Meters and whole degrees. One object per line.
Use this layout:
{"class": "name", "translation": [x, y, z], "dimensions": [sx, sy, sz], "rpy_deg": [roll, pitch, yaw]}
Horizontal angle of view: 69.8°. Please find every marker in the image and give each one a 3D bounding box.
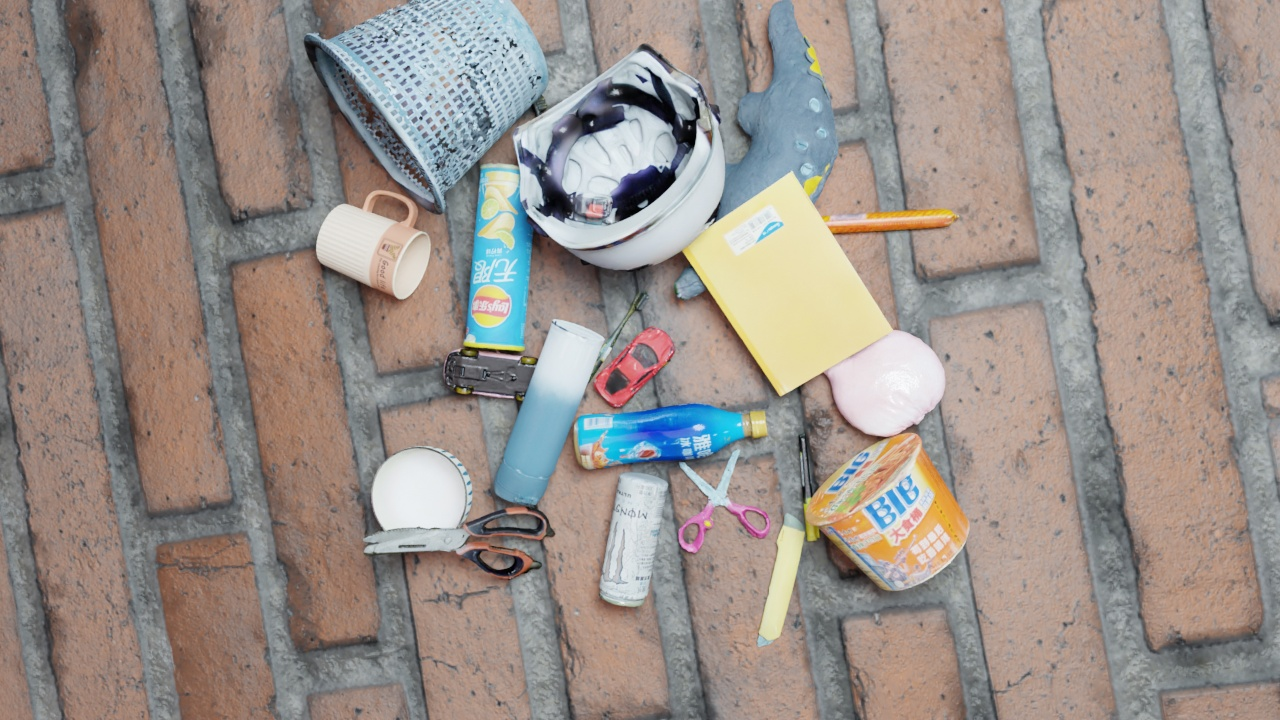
{"class": "marker", "translation": [0.193, 0.146, 1.057], "dimensions": [0.015, 0.018, 0.124], "rpy_deg": [-6, 89, 5]}

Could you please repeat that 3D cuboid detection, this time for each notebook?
{"class": "notebook", "translation": [0.159, -0.079, 0.998], "dimensions": [0.146, 0.010, 0.206], "rpy_deg": [-33, 101, 16]}

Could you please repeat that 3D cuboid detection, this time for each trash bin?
{"class": "trash bin", "translation": [-0.218, -0.308, 1.010], "dimensions": [0.195, 0.227, 0.226], "rpy_deg": [-40, 86, -13]}

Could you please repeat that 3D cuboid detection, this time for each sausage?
{"class": "sausage", "translation": [0.276, -0.158, 1.039], "dimensions": [0.165, 0.021, 0.021], "rpy_deg": [-2, 91, 8]}

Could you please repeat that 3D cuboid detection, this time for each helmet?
{"class": "helmet", "translation": [-0.006, -0.193, 0.994], "dimensions": [0.229, 0.146, 0.258], "rpy_deg": [-35, 54, 7]}

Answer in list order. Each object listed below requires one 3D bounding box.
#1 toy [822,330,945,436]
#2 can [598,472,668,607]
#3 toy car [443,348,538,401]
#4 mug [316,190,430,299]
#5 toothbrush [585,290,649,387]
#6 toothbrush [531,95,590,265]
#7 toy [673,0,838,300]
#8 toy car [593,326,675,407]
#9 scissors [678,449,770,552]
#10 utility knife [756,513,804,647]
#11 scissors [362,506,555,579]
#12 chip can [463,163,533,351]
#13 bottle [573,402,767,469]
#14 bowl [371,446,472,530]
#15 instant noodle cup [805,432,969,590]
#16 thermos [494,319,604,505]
{"class": "toy", "translation": [0.259, 0.008, 1.029], "dimensions": [0.121, 0.054, 0.159], "rpy_deg": [-44, 75, 5]}
{"class": "can", "translation": [-0.009, 0.206, 1.064], "dimensions": [0.058, 0.058, 0.147], "rpy_deg": [11, 92, 7]}
{"class": "toy car", "translation": [-0.173, 0.017, 1.094], "dimensions": [0.122, 0.037, 0.056], "rpy_deg": [8, 98, -5]}
{"class": "mug", "translation": [-0.310, -0.144, 1.082], "dimensions": [0.106, 0.081, 0.114], "rpy_deg": [22, 99, 8]}
{"class": "toothbrush", "translation": [-0.045, -0.003, 1.085], "dimensions": [0.012, 0.017, 0.186], "rpy_deg": [31, 96, -31]}
{"class": "toothbrush", "translation": [-0.091, -0.216, 1.084], "dimensions": [0.027, 0.026, 0.212], "rpy_deg": [-19, 87, -16]}
{"class": "toy", "translation": [0.143, -0.221, 1.022], "dimensions": [0.138, 0.091, 0.356], "rpy_deg": [22, 92, 17]}
{"class": "toy car", "translation": [-0.006, 0.006, 1.075], "dimensions": [0.106, 0.031, 0.049], "rpy_deg": [-44, 87, 4]}
{"class": "scissors", "translation": [0.095, 0.168, 1.073], "dimensions": [0.136, 0.017, 0.133], "rpy_deg": [23, 90, 9]}
{"class": "utility knife", "translation": [0.162, 0.258, 1.064], "dimensions": [0.031, 0.018, 0.162], "rpy_deg": [14, 91, 11]}
{"class": "scissors", "translation": [-0.206, 0.217, 1.051], "dimensions": [0.206, 0.015, 0.193], "rpy_deg": [-35, 119, -15]}
{"class": "chip can", "translation": [-0.162, -0.118, 1.071], "dimensions": [0.071, 0.071, 0.210], "rpy_deg": [5, 91, 7]}
{"class": "bottle", "translation": [0.035, 0.083, 1.054], "dimensions": [0.219, 0.065, 0.065], "rpy_deg": [-6, 90, 6]}
{"class": "bowl", "translation": [-0.252, 0.158, 1.090], "dimensions": [0.116, 0.066, 0.116], "rpy_deg": [0, 90, 7]}
{"class": "instant noodle cup", "translation": [0.271, 0.167, 0.989], "dimensions": [0.151, 0.151, 0.111], "rpy_deg": [-39, 95, 6]}
{"class": "thermos", "translation": [-0.110, 0.063, 1.060], "dimensions": [0.070, 0.070, 0.220], "rpy_deg": [23, 100, 6]}
